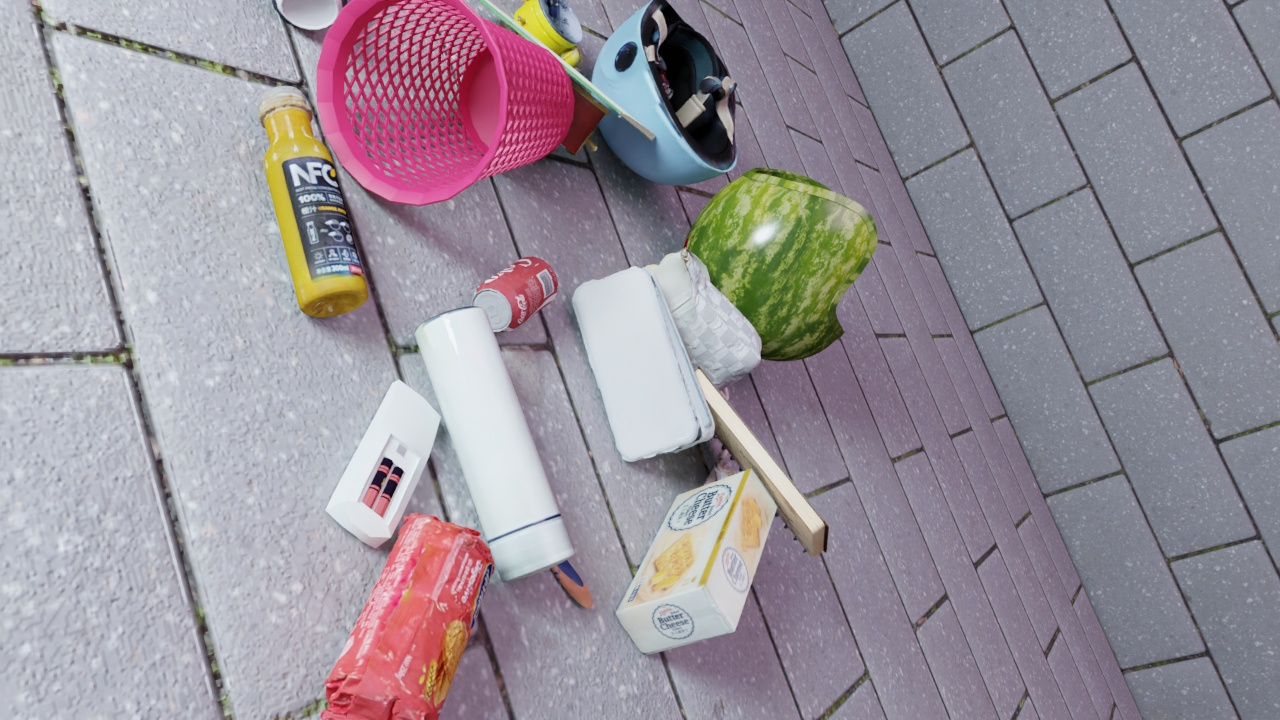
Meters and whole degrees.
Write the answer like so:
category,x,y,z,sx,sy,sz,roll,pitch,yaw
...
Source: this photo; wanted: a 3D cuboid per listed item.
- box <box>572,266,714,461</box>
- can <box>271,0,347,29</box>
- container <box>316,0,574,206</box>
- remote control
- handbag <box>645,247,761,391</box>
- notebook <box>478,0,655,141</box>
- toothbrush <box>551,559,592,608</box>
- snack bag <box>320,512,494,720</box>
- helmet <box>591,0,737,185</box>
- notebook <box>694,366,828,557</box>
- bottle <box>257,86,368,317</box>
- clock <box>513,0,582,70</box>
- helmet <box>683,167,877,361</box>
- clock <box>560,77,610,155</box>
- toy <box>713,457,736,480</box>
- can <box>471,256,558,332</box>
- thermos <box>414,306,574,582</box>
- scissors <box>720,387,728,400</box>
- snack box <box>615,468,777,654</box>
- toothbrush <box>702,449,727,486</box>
category,x,y,z,sx,sy,sz,roll,pitch,yaw
box,-0.009,0.005,0.996,0.109,0.108,0.216,-16,80,-44
can,-0.304,-0.368,0.841,0.064,0.064,0.127,22,50,-49
container,-0.163,-0.250,0.880,0.183,0.183,0.225,61,22,-4
remote control,-0.192,0.076,0.709,0.049,0.024,0.143,47,34,-26
handbag,0.066,-0.048,1.119,0.171,0.113,0.123,48,22,-15
notebook,-0.097,-0.346,1.056,0.252,0.010,0.181,40,11,6
toothbrush,-0.081,0.169,0.825,0.135,0.017,0.021,60,34,-11
snack bag,-0.155,0.178,0.636,0.082,0.082,0.176,49,32,-24
helmet,0.030,-0.340,1.238,0.225,0.167,0.265,32,40,-40
notebook,0.134,0.122,1.046,0.225,0.024,0.167,52,-5,23
bottle,-0.264,-0.128,0.727,0.053,0.053,0.186,2,65,-57
clock,-0.112,-0.429,1.198,0.118,0.057,0.083,34,40,-41
helmet,0.176,-0.124,1.233,0.243,0.247,0.213,10,19,-11
clock,-0.116,-0.299,1.054,0.158,0.081,0.117,29,16,-42
toy,0.119,0.174,1.098,0.075,0.037,0.125,-41,114,-68
can,-0.123,-0.065,0.899,0.054,0.054,0.096,58,30,-9
thermos,-0.125,0.070,0.779,0.067,0.068,0.230,-8,74,-59
scissors,0.080,0.019,1.195,0.129,0.011,0.125,25,48,-48
snack box,0.063,0.199,0.934,0.057,0.104,0.207,57,30,-13
toothbrush,0.090,0.131,1.121,0.018,0.016,0.180,51,31,-8
